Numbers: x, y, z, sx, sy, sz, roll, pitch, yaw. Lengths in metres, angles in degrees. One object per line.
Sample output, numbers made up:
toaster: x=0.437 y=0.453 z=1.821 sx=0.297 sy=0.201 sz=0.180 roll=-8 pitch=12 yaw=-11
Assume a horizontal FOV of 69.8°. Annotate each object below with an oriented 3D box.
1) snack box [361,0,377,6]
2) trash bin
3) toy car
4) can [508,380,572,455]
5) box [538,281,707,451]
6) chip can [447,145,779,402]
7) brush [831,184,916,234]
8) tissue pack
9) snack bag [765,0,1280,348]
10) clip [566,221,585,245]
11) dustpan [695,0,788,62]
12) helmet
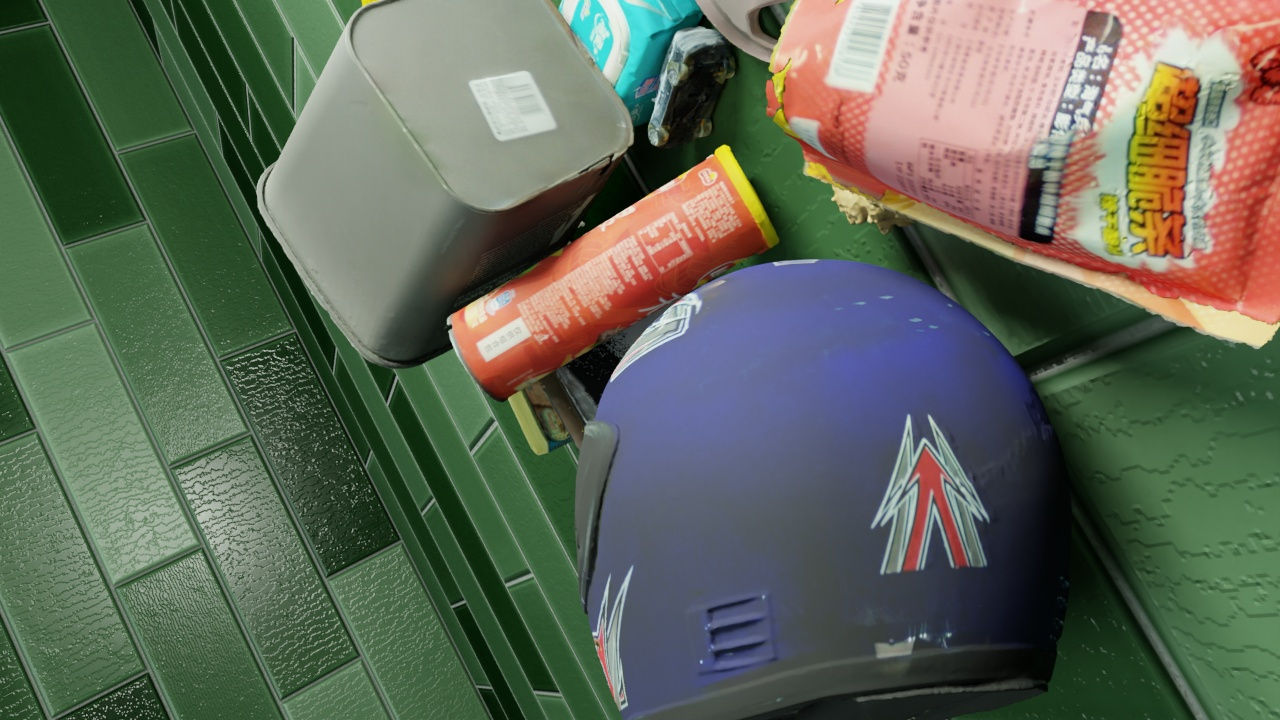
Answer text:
snack box: x=-0.202 y=-0.304 z=0.879 sx=0.157 sy=0.069 sz=0.210 roll=47 pitch=150 yaw=32
trash bin: x=-0.135 y=-0.136 z=0.659 sx=0.198 sy=0.198 sz=0.220 roll=55 pitch=146 yaw=-1
toy car: x=0.029 y=-0.175 z=0.596 sx=0.034 sy=0.042 sz=0.091 roll=60 pitch=155 yaw=22
can: x=-0.087 y=0.038 z=0.957 sx=0.102 sy=0.083 sz=0.057 roll=65 pitch=155 yaw=0
box: x=-0.005 y=0.005 z=0.715 sx=0.181 sy=0.146 sz=0.148 roll=59 pitch=177 yaw=10
chip can: x=-0.019 y=-0.053 z=0.598 sx=0.073 sy=0.217 sz=0.073 roll=57 pitch=-170 yaw=-15
brush: x=0.171 y=-0.106 z=0.406 sx=0.255 sy=0.045 sz=0.083 roll=1 pitch=110 yaw=58
tissue pack: x=-0.014 y=-0.225 z=0.622 sx=0.093 sy=0.050 sz=0.134 roll=60 pitch=153 yaw=12
snack bag: x=0.151 y=-0.096 z=0.355 sx=0.208 sy=0.073 sz=0.129 roll=26 pitch=133 yaw=36
clip: x=-0.079 y=-0.109 z=0.869 sx=0.100 sy=0.034 sz=0.070 roll=2 pitch=116 yaw=67
dustpan: x=0.061 y=-0.303 z=0.462 sx=0.223 sy=0.138 sz=0.273 roll=22 pitch=104 yaw=56
helmet: x=0.082 y=0.082 z=0.509 sx=0.316 sy=0.247 sz=0.240 roll=110 pitch=156 yaw=-60
